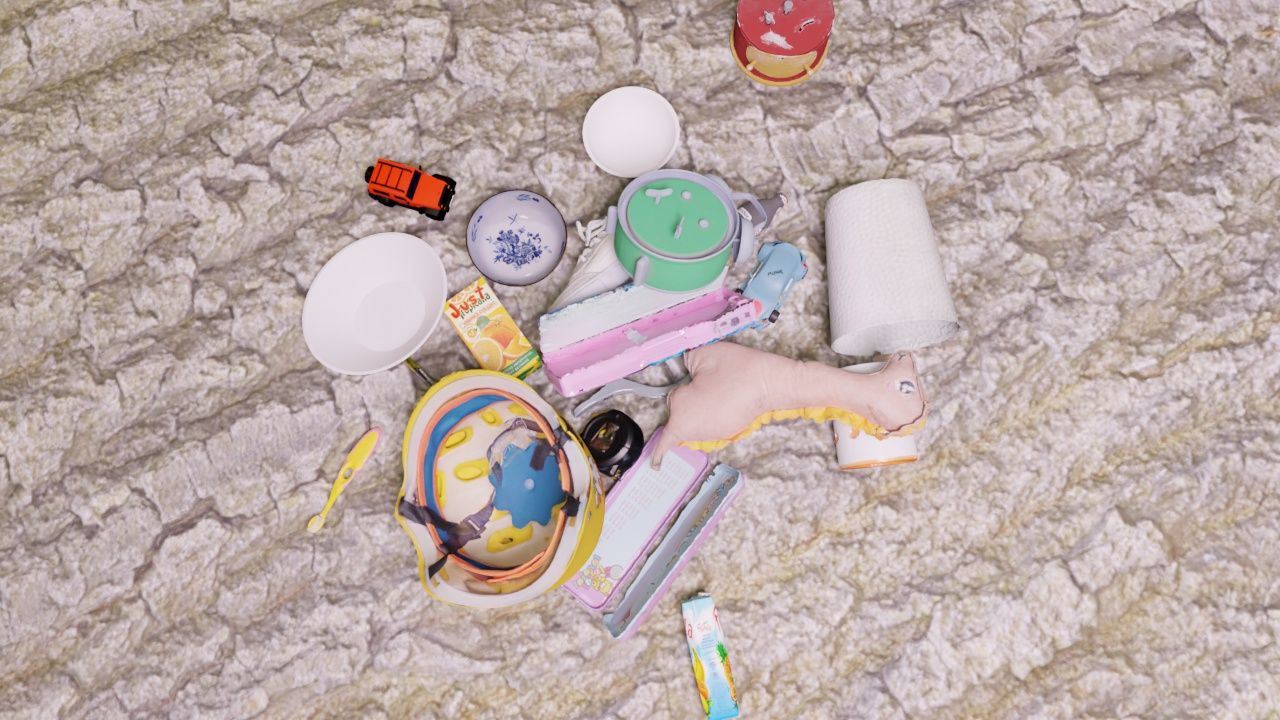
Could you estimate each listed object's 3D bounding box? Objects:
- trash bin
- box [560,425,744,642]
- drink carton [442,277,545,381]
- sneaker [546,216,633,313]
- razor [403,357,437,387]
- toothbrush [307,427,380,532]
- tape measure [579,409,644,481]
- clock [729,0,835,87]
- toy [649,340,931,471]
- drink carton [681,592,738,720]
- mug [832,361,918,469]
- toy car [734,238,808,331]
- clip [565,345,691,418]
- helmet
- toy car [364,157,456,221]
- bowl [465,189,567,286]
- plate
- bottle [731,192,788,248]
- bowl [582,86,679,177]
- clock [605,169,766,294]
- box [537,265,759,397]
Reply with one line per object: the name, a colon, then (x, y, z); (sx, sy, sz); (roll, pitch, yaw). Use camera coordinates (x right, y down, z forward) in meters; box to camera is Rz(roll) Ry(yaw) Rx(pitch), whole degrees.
trash bin: (0.262, -0.100, 0.989); (0.133, 0.133, 0.161); (-5, 76, 1)
box: (0.011, 0.184, 0.979); (0.140, 0.062, 0.214); (32, 81, 41)
drink carton: (-0.168, -0.030, 1.030); (0.058, 0.041, 0.122); (-36, 81, -4)
sneaker: (-0.029, -0.120, 1.023); (0.242, 0.089, 0.091); (-42, 78, -11)
razor: (-0.240, 0.021, 1.035); (0.106, 0.026, 0.042); (43, 82, 4)
toothbrush: (-0.330, 0.133, 1.021); (0.021, 0.016, 0.135); (30, 83, 11)
tape measure: (-0.034, 0.090, 0.997); (0.071, 0.042, 0.072); (19, 73, 37)
clock: (0.166, -0.405, 1.060); (0.117, 0.081, 0.158); (5, 81, 3)
toy: (0.152, 0.056, 0.940); (0.265, 0.065, 0.195); (15, 75, 23)
drink carton: (0.072, 0.310, 0.966); (0.038, 0.044, 0.129); (-13, 81, -1)
mug: (0.247, 0.060, 0.982); (0.082, 0.082, 0.105); (-7, 80, 1)
toy car: (0.146, -0.088, 1.036); (0.060, 0.027, 0.107); (31, 83, 6)
clip: (-0.006, 0.005, 1.027); (0.162, 0.027, 0.090); (-16, 80, -2)
helmet: (-0.133, 0.134, 0.954); (0.209, 0.139, 0.239); (-26, 69, 13)
toy car: (-0.266, -0.199, 1.057); (0.100, 0.049, 0.051); (17, 81, 4)
bowl: (-0.138, -0.133, 1.044); (0.114, 0.045, 0.114); (0, 80, 2)
plate: (-0.290, -0.058, 1.027); (0.174, 0.036, 0.173); (-6, 67, 13)
bottle: (0.119, -0.156, 1.044); (0.110, 0.036, 0.036); (-34, 81, -4)
bowl: (-0.010, -0.256, 1.062); (0.110, 0.040, 0.110); (0, 79, 2)
clock: (0.053, -0.140, 0.939); (0.161, 0.075, 0.121); (-17, 61, -18)
box: (0.002, -0.048, 0.969); (0.230, 0.084, 0.091); (-21, 114, -16)
